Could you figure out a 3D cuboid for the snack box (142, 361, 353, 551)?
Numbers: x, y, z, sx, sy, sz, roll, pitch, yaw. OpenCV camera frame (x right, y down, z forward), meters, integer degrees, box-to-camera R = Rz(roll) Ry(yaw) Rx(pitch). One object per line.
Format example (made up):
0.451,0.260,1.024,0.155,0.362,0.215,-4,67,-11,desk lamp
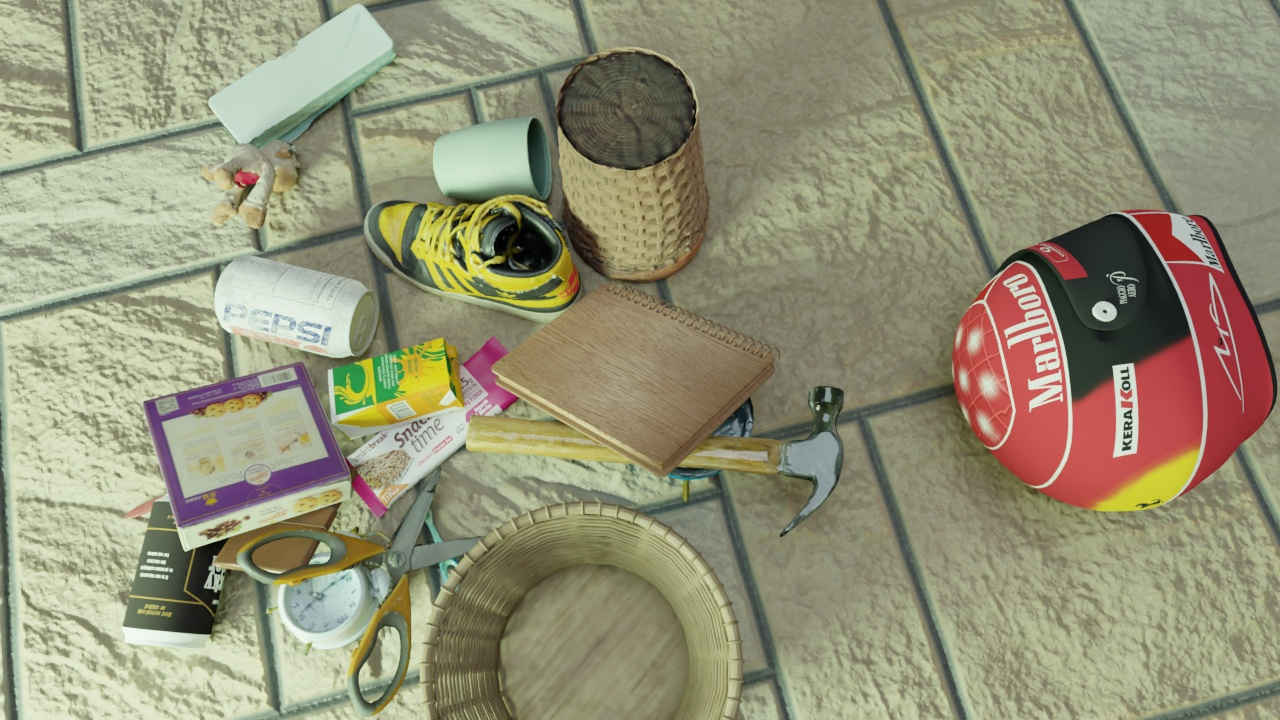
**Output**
-0.351,0.080,0.822,0.143,0.041,0.148,-16,54,-27,snack box

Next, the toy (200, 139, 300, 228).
-0.397,-0.189,0.948,0.085,0.074,0.105,1,41,44,toy

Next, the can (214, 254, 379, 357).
-0.332,-0.051,0.889,0.136,0.078,0.078,13,73,5,can

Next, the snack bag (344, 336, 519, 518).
-0.196,0.061,0.884,0.196,0.016,0.070,-40,75,-11,snack bag

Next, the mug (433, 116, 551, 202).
-0.149,-0.211,0.944,0.104,0.084,0.111,-2,44,12,mug

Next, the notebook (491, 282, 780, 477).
-0.005,0.005,0.831,0.211,0.022,0.168,26,52,35,notebook

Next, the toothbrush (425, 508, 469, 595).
-0.176,0.187,0.843,0.022,0.017,0.135,-26,74,-11,toothbrush

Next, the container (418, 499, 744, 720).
-0.040,0.240,0.730,0.227,0.196,0.226,0,72,0,container

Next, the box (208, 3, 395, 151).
-0.357,-0.299,0.984,0.198,0.070,0.085,-41,57,-13,box

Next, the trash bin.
-0.004,-0.181,0.858,0.151,0.210,0.151,0,72,0,trash bin

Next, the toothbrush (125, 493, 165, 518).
-0.402,0.109,0.873,0.184,0.016,0.015,-24,67,-5,toothbrush

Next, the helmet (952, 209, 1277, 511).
0.392,-0.003,0.805,0.224,0.198,0.270,-3,64,-1,helmet

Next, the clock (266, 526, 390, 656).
-0.267,0.203,0.820,0.083,0.057,0.117,43,70,13,clock

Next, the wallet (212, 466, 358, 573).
-0.318,0.141,0.830,0.087,0.013,0.120,4,44,12,wallet

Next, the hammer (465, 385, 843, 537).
0.010,0.078,0.809,0.330,0.033,0.132,4,76,7,hammer

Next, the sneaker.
-0.170,-0.116,0.885,0.238,0.122,0.086,19,72,5,sneaker

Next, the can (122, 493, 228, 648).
-0.409,0.187,0.817,0.072,0.072,0.128,5,73,2,can

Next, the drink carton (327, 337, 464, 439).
-0.228,0.026,0.871,0.122,0.041,0.058,-16,61,3,drink carton

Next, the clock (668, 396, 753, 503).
0.036,0.042,0.866,0.116,0.060,0.161,-31,73,-8,clock

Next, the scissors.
-0.235,0.181,0.793,0.226,0.016,0.224,25,58,-17,scissors
